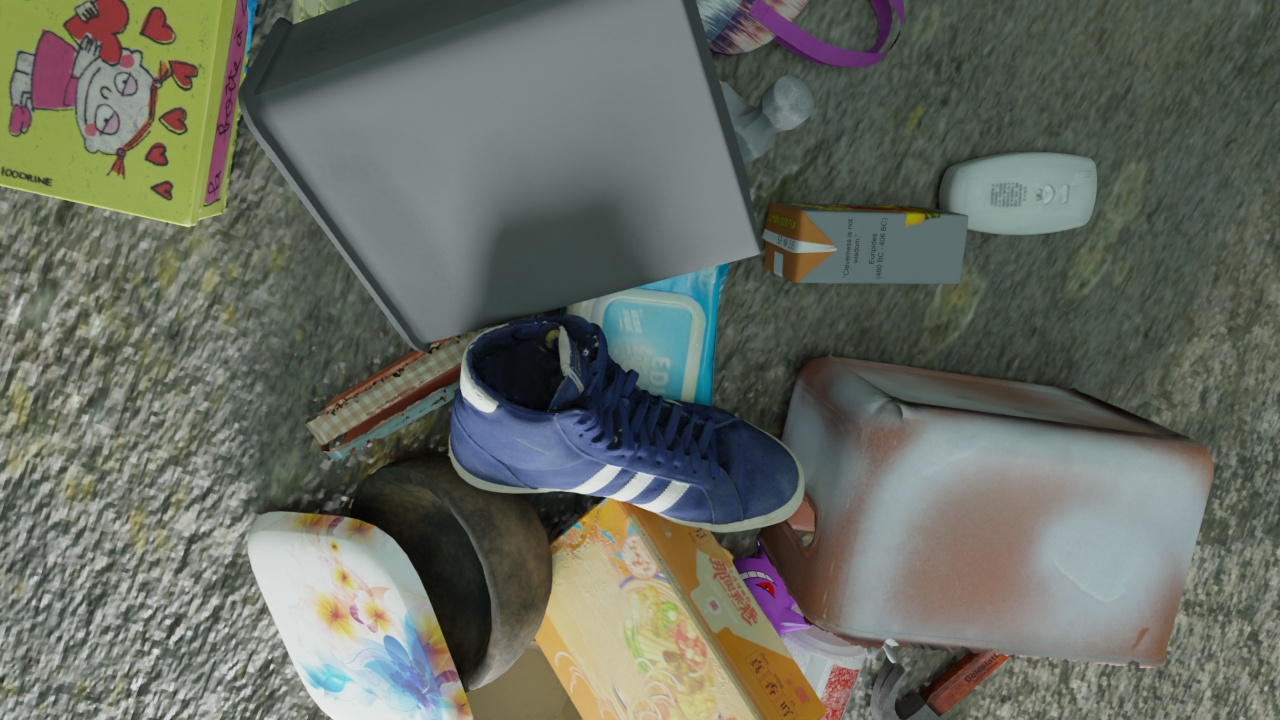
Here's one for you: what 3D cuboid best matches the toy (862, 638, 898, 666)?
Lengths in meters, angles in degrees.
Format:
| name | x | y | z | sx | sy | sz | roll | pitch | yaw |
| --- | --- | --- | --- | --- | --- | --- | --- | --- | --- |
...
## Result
| name | x | y | z | sx | sy | sz | roll | pitch | yaw |
| --- | --- | --- | --- | --- | --- | --- | --- | --- | --- |
| toy | 0.207 | 0.221 | 0.757 | 0.112 | 0.030 | 0.049 | -36 | 92 | 9 |

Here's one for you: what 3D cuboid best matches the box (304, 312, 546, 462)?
| name | x | y | z | sx | sy | sz | roll | pitch | yaw |
| --- | --- | --- | --- | --- | --- | --- | --- | --- | --- |
| box | -0.152 | 0.005 | 0.643 | 0.187 | 0.058 | 0.060 | -31 | 66 | 1 |

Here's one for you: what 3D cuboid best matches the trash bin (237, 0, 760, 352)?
| name | x | y | z | sx | sy | sz | roll | pitch | yaw |
| --- | --- | --- | --- | --- | --- | --- | --- | --- | --- |
| trash bin | -0.064 | -0.120 | 0.509 | 0.220 | 0.097 | 0.192 | -14 | 135 | 12 |

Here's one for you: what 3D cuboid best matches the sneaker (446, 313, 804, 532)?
| name | x | y | z | sx | sy | sz | roll | pitch | yaw |
| --- | --- | --- | --- | --- | --- | --- | --- | --- | --- |
| sneaker | -0.002 | 0.031 | 0.557 | 0.233 | 0.091 | 0.119 | 9 | 143 | -1 |

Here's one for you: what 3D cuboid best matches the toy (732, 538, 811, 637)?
| name | x | y | z | sx | sy | sz | roll | pitch | yaw |
| --- | --- | --- | --- | --- | --- | --- | --- | --- | --- |
| toy | 0.084 | 0.185 | 0.702 | 0.106 | 0.088 | 0.056 | -11 | 113 | -4 |

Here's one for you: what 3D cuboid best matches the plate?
| name | x | y | z | sx | sy | sz | roll | pitch | yaw |
| --- | --- | --- | --- | --- | --- | --- | --- | --- | --- |
| plate | -0.203 | 0.193 | 0.641 | 0.187 | 0.016 | 0.187 | -4 | 110 | 37 |

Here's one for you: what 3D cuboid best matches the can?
| name | x | y | z | sx | sy | sz | roll | pitch | yaw |
| --- | --- | --- | --- | --- | --- | --- | --- | --- | --- |
| can | 0.123 | 0.270 | 0.734 | 0.078 | 0.078 | 0.136 | 14 | 103 | -11 |

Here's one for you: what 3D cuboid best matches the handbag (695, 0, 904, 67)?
| name | x | y | z | sx | sy | sz | roll | pitch | yaw |
| --- | --- | --- | --- | --- | --- | --- | --- | --- | --- |
| handbag | 0.099 | -0.253 | 0.603 | 0.170 | 0.068 | 0.145 | 27 | 101 | -20 |

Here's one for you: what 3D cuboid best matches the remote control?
| name | x | y | z | sx | sy | sz | roll | pitch | yaw |
| --- | --- | --- | --- | --- | --- | --- | --- | --- | --- |
| remote control | 0.276 | -0.122 | 0.672 | 0.114 | 0.028 | 0.060 | -5 | 106 | -6 |

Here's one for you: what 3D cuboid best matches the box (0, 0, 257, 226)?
| name | x | y | z | sx | sy | sz | roll | pitch | yaw |
| --- | --- | --- | --- | --- | --- | --- | --- | --- | --- |
| box | -0.303 | -0.204 | 0.550 | 0.124 | 0.082 | 0.221 | 14 | 104 | -10 |

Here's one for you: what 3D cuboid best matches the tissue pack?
| name | x | y | z | sx | sy | sz | roll | pitch | yaw |
| --- | --- | --- | --- | --- | --- | --- | --- | --- | --- |
| tissue pack | -0.004 | 0.004 | 0.654 | 0.117 | 0.066 | 0.209 | 5 | 106 | -7 |

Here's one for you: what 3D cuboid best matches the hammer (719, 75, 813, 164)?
| name | x | y | z | sx | sy | sz | roll | pitch | yaw |
| --- | --- | --- | --- | --- | --- | --- | --- | --- | --- |
| hammer | -0.030 | -0.251 | 0.571 | 0.029 | 0.127 | 0.323 | -43 | 97 | -30 |

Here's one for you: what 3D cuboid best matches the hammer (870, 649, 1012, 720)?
| name | x | y | z | sx | sy | sz | roll | pitch | yaw |
| --- | --- | --- | --- | --- | --- | --- | --- | --- | --- |
| hammer | 0.321 | 0.225 | 0.774 | 0.301 | 0.028 | 0.111 | -42 | 107 | 5 |

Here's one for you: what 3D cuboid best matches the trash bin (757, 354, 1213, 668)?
| name | x | y | z | sx | sy | sz | roll | pitch | yaw |
| --- | --- | --- | --- | --- | --- | --- | --- | --- | --- |
| trash bin | 0.232 | 0.096 | 0.649 | 0.259 | 0.181 | 0.157 | 7 | 102 | -8 |

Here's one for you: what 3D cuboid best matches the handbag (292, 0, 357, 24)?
| name | x | y | z | sx | sy | sz | roll | pitch | yaw |
| --- | --- | --- | --- | --- | --- | --- | --- | --- | --- |
| handbag | -0.125 | -0.238 | 0.549 | 0.187 | 0.116 | 0.113 | -46 | 69 | 37 |

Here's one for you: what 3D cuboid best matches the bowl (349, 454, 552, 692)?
| name | x | y | z | sx | sy | sz | roll | pitch | yaw |
| --- | --- | --- | --- | --- | --- | --- | --- | --- | --- |
| bowl | -0.127 | 0.141 | 0.639 | 0.070 | 0.162 | 0.162 | -17 | 113 | -49 |

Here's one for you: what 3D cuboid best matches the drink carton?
| name | x | y | z | sx | sy | sz | roll | pitch | yaw |
| --- | --- | --- | --- | --- | --- | --- | --- | --- | --- |
| drink carton | 0.156 | -0.083 | 0.646 | 0.124 | 0.076 | 0.048 | 0 | 105 | -12 |

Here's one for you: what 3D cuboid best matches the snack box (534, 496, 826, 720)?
| name | x | y | z | sx | sy | sz | roll | pitch | yaw |
| --- | --- | --- | --- | --- | --- | --- | --- | --- | --- |
| snack box | 0.016 | 0.193 | 0.638 | 0.145 | 0.080 | 0.195 | -44 | 73 | 36 |

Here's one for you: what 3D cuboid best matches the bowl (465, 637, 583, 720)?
| name | x | y | z | sx | sy | sz | roll | pitch | yaw |
| --- | --- | --- | --- | --- | --- | --- | --- | --- | --- |
| bowl | -0.096 | 0.273 | 0.721 | 0.152 | 0.050 | 0.152 | -2 | 105 | -7 |
